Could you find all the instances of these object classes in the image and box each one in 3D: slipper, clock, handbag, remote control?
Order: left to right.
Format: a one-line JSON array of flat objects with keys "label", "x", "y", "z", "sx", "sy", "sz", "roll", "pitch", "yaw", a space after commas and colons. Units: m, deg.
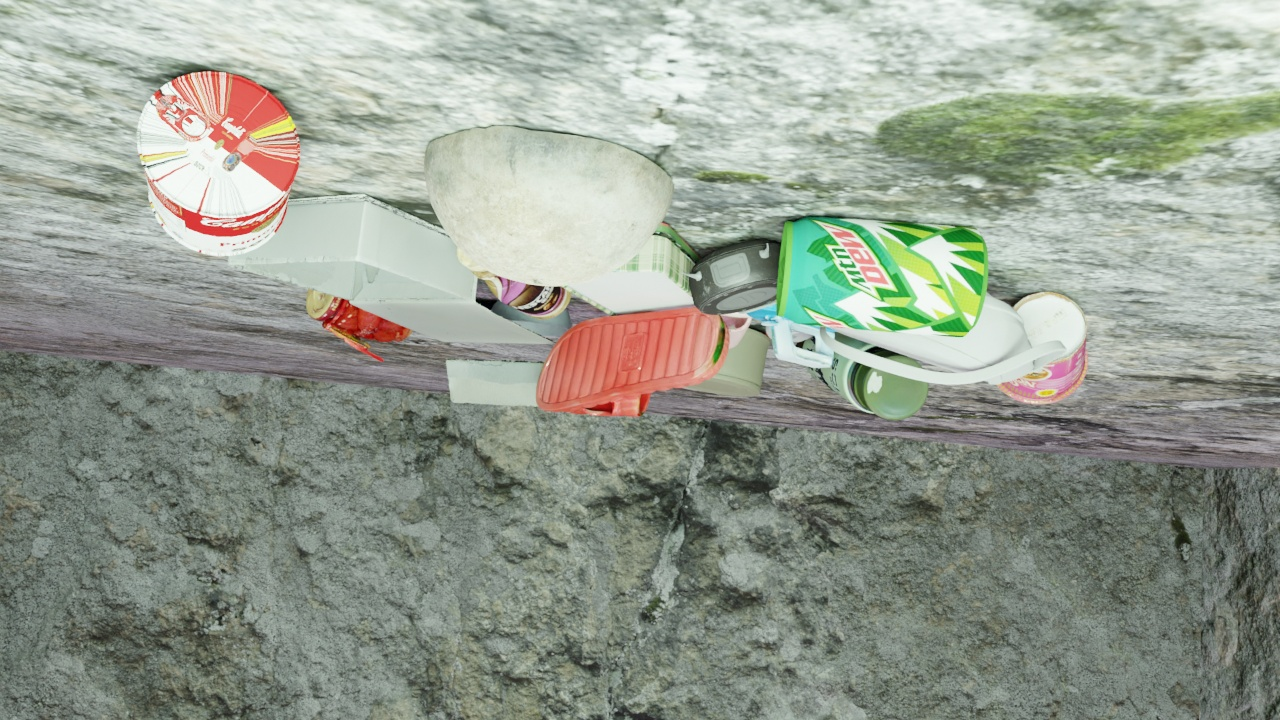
[{"label": "slipper", "x": -0.005, "y": 0.005, "z": 0.914, "sx": 0.249, "sy": 0.103, "sz": 0.059, "roll": -13, "pitch": 149, "yaw": 40}, {"label": "slipper", "x": 0.067, "y": -0.044, "z": 1.041, "sx": 0.106, "sy": 0.055, "sz": 0.222, "roll": 8, "pitch": 173, "yaw": -8}, {"label": "clock", "x": 0.088, "y": -0.073, "z": 0.793, "sx": 0.091, "sy": 0.043, "sz": 0.122, "roll": -17, "pitch": 168, "yaw": 17}, {"label": "remote control", "x": 0.176, "y": -0.043, "z": 1.066, "sx": 0.060, "sy": 0.028, "sz": 0.114, "roll": 5, "pitch": 173, "yaw": 4}, {"label": "handbag", "x": 0.272, "y": -0.016, "z": 0.841, "sx": 0.216, "sy": 0.095, "sz": 0.222, "roll": 22, "pitch": -179, "yaw": 28}]

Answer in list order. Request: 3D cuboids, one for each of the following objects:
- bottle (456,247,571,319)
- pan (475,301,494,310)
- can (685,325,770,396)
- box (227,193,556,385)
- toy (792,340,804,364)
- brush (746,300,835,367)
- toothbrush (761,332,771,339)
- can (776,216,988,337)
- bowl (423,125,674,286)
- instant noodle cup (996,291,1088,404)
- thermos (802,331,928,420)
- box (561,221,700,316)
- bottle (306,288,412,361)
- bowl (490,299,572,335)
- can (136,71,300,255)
[{"label": "bottle", "x": -0.119, "y": -0.083, "z": 0.863, "sx": 0.060, "sy": 0.059, "sz": 0.166, "roll": 3, "pitch": 171, "yaw": 18}, {"label": "pan", "x": -0.274, "y": -0.071, "z": 1.207, "sx": 0.199, "sy": 0.021, "sz": 0.355, "roll": -1, "pitch": 171, "yaw": 39}, {"label": "can", "x": 0.104, "y": -0.001, "z": 1.222, "sx": 0.128, "sy": 0.073, "sz": 0.128, "roll": 10, "pitch": 170, "yaw": 2}, {"label": "box", "x": -0.223, "y": -0.063, "z": 0.938, "sx": 0.166, "sy": 0.098, "sz": 0.368, "roll": 2, "pitch": 165, "yaw": 27}, {"label": "toy", "x": 0.215, "y": -0.012, "z": 1.169, "sx": 0.076, "sy": 0.062, "sz": 0.100, "roll": -13, "pitch": -171, "yaw": -31}, {"label": "brush", "x": 0.155, "y": -0.038, "z": 0.942, "sx": 0.055, "sy": 0.075, "sz": 0.135, "roll": -2, "pitch": 170, "yaw": 44}, {"label": "toothbrush", "x": 0.221, "y": -0.026, "z": 1.207, "sx": 0.213, "sy": 0.018, "sz": 0.012, "roll": 2, "pitch": 172, "yaw": 27}, {"label": "can", "x": 0.179, "y": -0.064, "z": 0.694, "sx": 0.144, "sy": 0.083, "sz": 0.083, "roll": 5, "pitch": 173, "yaw": 5}, {"label": "bowl", "x": -0.068, "y": -0.096, "z": 0.649, "sx": 0.178, "sy": 0.081, "sz": 0.178, "roll": 5, "pitch": 171, "yaw": 1}, {"label": "instant noodle cup", "x": 0.394, "y": -0.016, "z": 0.903, "sx": 0.098, "sy": 0.097, "sz": 0.108, "roll": 3, "pitch": 165, "yaw": 20}, {"label": "thermos", "x": 0.246, "y": 0.010, "z": 1.004, "sx": 0.082, "sy": 0.082, "sz": 0.231, "roll": 6, "pitch": -172, "yaw": -6}, {"label": "box", "x": 0.000, "y": -0.079, "z": 0.851, "sx": 0.118, "sy": 0.051, "sz": 0.205, "roll": -1, "pitch": 172, "yaw": 20}, {"label": "bottle", "x": -0.320, "y": -0.059, "z": 1.054, "sx": 0.099, "sy": 0.099, "sz": 0.111, "roll": -2, "pitch": 165, "yaw": 45}, {"label": "bowl", "x": -0.135, "y": -0.059, "z": 1.133, "sx": 0.106, "sy": 0.039, "sz": 0.106, "roll": 5, "pitch": 173, "yaw": 1}, {"label": "can", "x": -0.264, "y": -0.119, "z": 0.578, "sx": 0.086, "sy": 0.086, "sz": 0.117, "roll": 9, "pitch": 172, "yaw": -24}]
